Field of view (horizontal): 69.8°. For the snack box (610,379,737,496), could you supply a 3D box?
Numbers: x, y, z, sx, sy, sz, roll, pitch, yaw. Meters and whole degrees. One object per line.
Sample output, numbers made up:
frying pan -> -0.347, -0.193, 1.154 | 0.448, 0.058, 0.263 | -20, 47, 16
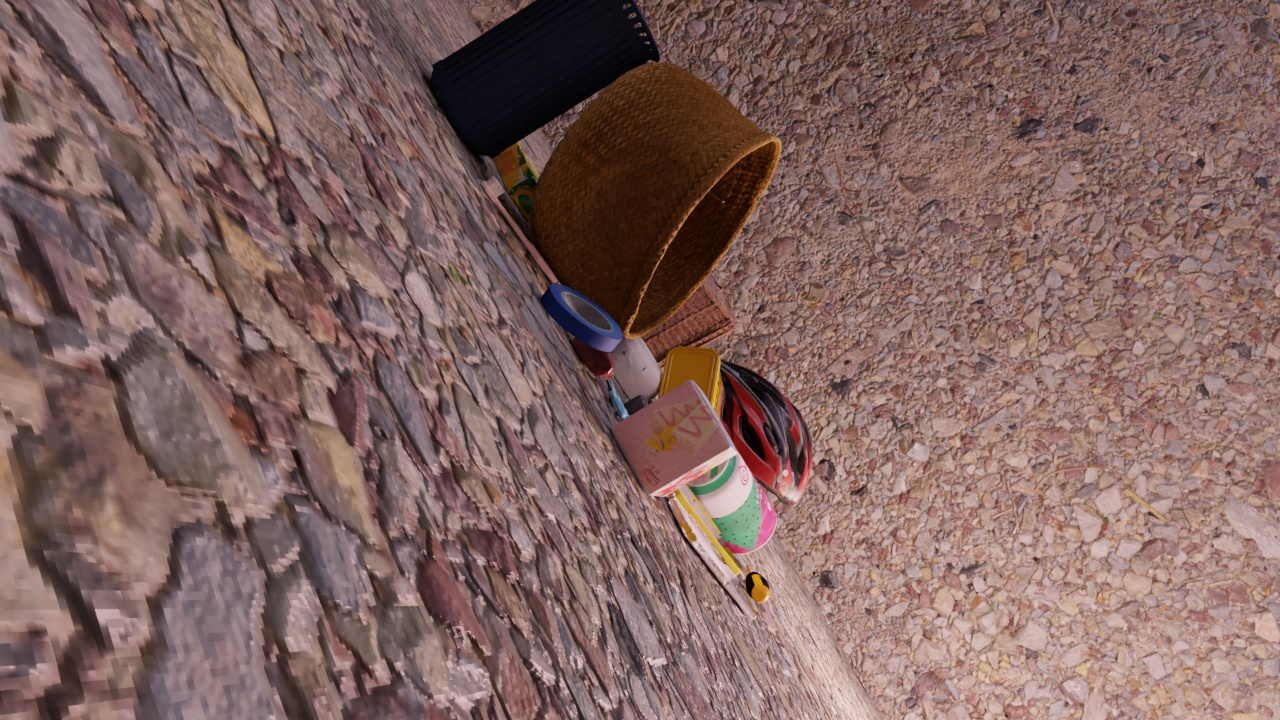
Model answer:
snack box -> 0.036, 0.081, 0.914 | 0.079, 0.095, 0.093 | 61, 4, 13

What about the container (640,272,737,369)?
container -> 0.053, -0.076, 1.556 | 0.113, 0.199, 0.113 | 53, 18, -23

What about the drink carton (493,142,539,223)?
drink carton -> -0.164, -0.251, 1.273 | 0.058, 0.041, 0.122 | 55, 6, -44

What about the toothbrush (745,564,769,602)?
toothbrush -> 0.156, 0.303, 1.263 | 0.196, 0.031, 0.031 | 59, 21, -87

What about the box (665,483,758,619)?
box -> 0.076, 0.206, 1.048 | 0.209, 0.023, 0.127 | 57, 8, -41

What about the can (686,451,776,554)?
can -> 0.108, 0.173, 1.170 | 0.166, 0.088, 0.088 | 56, 5, -41

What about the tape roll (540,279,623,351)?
tape roll -> -0.060, -0.045, 0.950 | 0.093, 0.016, 0.091 | 36, 16, -7

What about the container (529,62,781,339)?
container -> 0.013, -0.203, 1.124 | 0.196, 0.307, 0.307 | 40, 1, 10

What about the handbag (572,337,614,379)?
handbag -> -0.045, 0.003, 1.019 | 0.055, 0.029, 0.119 | 54, -3, 12

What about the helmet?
helmet -> 0.150, 0.105, 1.374 | 0.272, 0.167, 0.217 | 41, 2, 31

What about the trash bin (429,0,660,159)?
trash bin -> -0.118, -0.354, 1.094 | 0.139, 0.249, 0.139 | 59, 4, -7

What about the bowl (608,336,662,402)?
bowl -> -0.007, 0.007, 1.228 | 0.105, 0.054, 0.105 | 59, 5, -9

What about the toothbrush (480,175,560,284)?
toothbrush -> -0.129, -0.139, 1.058 | 0.181, 0.018, 0.015 | 57, 5, -40

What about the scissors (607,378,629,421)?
scissors -> -0.028, 0.043, 1.034 | 0.056, 0.015, 0.136 | 59, -2, -21

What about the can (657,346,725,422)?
can -> 0.070, 0.063, 1.233 | 0.101, 0.072, 0.130 | 70, 27, -55

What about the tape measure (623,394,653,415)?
tape measure -> 0.009, 0.071, 1.074 | 0.065, 0.036, 0.058 | 62, 6, 32
